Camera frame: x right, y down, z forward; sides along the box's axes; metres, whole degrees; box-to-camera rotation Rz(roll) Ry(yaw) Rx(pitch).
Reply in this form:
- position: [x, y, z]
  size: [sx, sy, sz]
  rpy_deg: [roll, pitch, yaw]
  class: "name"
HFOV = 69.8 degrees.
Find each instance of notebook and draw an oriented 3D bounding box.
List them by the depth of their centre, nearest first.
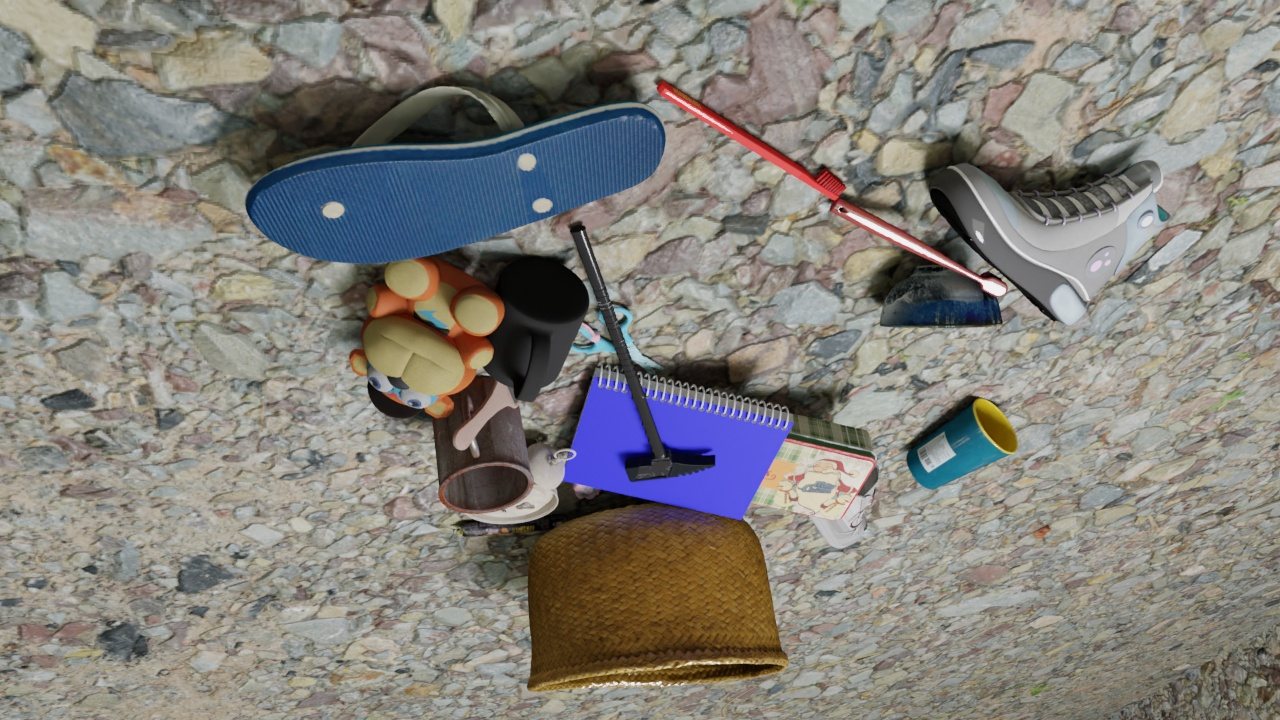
- position: [0.036, 0.090, 0.974]
  size: [0.209, 0.022, 0.172]
  rpy_deg: [13, 130, -7]
  class: "notebook"

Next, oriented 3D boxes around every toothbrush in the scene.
- position: [0.096, -0.174, 0.729]
  size: [0.212, 0.012, 0.018]
  rpy_deg: [20, 131, -38]
  class: "toothbrush"
- position: [0.253, -0.102, 0.828]
  size: [0.190, 0.016, 0.016]
  rpy_deg: [23, 122, -14]
  class: "toothbrush"

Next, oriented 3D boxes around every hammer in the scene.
- position: [-0.005, 0.005, 0.868]
  size: [0.095, 0.015, 0.325]
  rpy_deg: [-8, 133, 13]
  class: "hammer"

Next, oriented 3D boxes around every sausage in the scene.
- position: [-0.151, 0.201, 1.122]
  size: [0.155, 0.020, 0.020]
  rpy_deg: [-2, 141, -18]
  class: "sausage"

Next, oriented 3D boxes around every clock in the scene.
- position: [-0.129, 0.123, 0.996]
  size: [0.157, 0.061, 0.103]
  rpy_deg: [-31, 141, 32]
  class: "clock"

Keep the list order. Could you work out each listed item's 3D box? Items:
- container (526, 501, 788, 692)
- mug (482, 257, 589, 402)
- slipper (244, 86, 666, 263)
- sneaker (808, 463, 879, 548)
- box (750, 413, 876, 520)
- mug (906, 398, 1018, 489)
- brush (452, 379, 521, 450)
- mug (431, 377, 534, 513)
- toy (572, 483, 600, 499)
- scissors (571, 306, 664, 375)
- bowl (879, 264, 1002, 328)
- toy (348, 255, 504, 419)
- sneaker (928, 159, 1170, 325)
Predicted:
- position: [0.013, 0.289, 1.108]
  size: [0.307, 0.196, 0.307]
  rpy_deg: [-5, 159, -2]
  class: "container"
- position: [-0.092, -0.018, 0.779]
  size: [0.078, 0.113, 0.088]
  rpy_deg: [10, 137, -18]
  class: "mug"
- position: [-0.128, -0.138, 0.660]
  size: [0.295, 0.060, 0.118]
  rpy_deg: [-14, 147, -5]
  class: "slipper"
- position: [0.264, 0.166, 1.162]
  size: [0.090, 0.099, 0.236]
  rpy_deg: [-15, 144, 24]
  class: "sneaker"
- position: [0.149, 0.113, 1.029]
  size: [0.205, 0.050, 0.118]
  rpy_deg: [14, 126, -7]
  class: "box"
- position: [0.402, 0.112, 1.163]
  size: [0.078, 0.078, 0.122]
  rpy_deg: [15, 138, -35]
  class: "mug"
- position: [-0.123, 0.031, 0.830]
  size: [0.015, 0.135, 0.050]
  rpy_deg: [12, 137, 31]
  class: "brush"
- position: [-0.157, 0.072, 0.881]
  size: [0.096, 0.110, 0.123]
  rpy_deg: [-15, 143, -10]
  class: "mug"
- position: [-0.037, 0.119, 1.040]
  size: [0.079, 0.038, 0.123]
  rpy_deg: [16, 129, -32]
  class: "toy"
- position: [-0.010, -0.018, 0.899]
  size: [0.076, 0.015, 0.141]
  rpy_deg: [-37, 145, 25]
  class: "scissors"
- position: [0.291, -0.063, 0.891]
  size: [0.114, 0.061, 0.114]
  rpy_deg: [-2, -175, 0]
  class: "bowl"
- position: [-0.181, -0.016, 0.768]
  size: [0.112, 0.096, 0.177]
  rpy_deg: [28, 141, -7]
  class: "toy"
- position: [0.379, -0.140, 0.825]
  size: [0.161, 0.093, 0.256]
  rpy_deg: [-44, 135, 20]
  class: "sneaker"
